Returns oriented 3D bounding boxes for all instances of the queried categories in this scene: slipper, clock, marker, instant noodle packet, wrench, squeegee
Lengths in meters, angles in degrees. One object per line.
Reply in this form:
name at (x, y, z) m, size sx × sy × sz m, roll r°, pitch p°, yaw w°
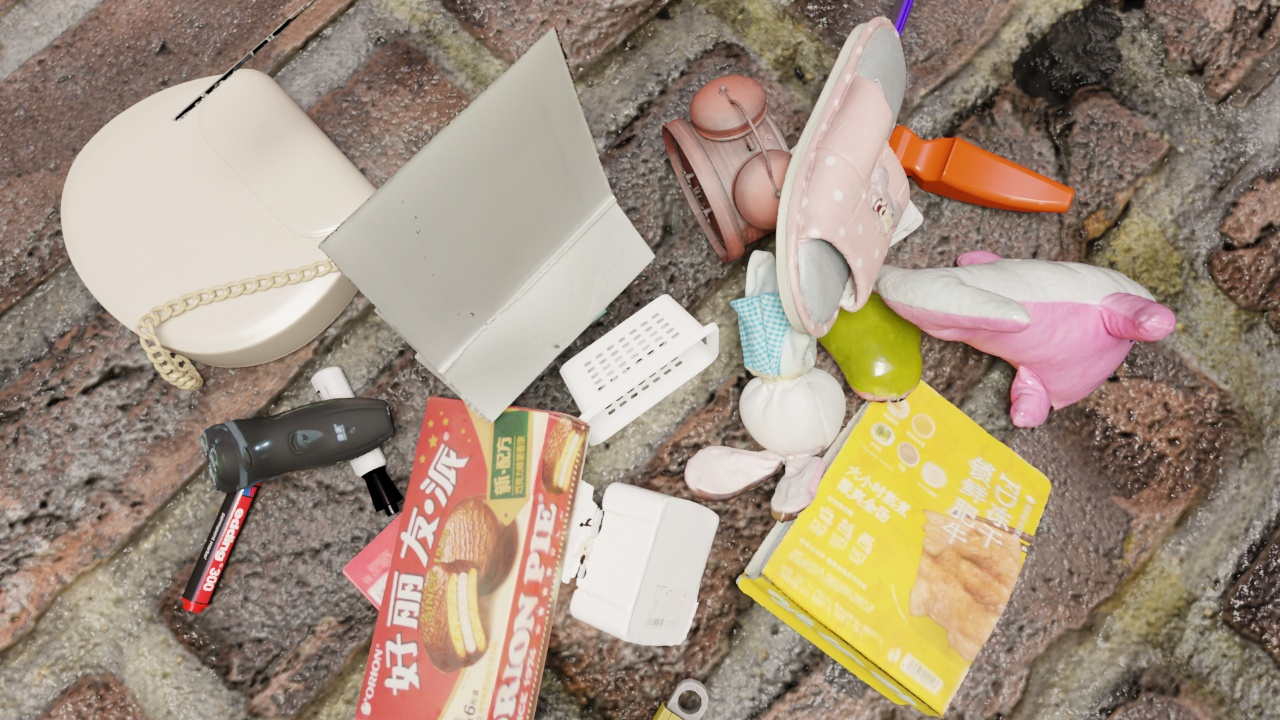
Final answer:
slipper at (0.159, -0.139, 0.659) m, size 0.054 × 0.114 × 0.273 m, roll 3°, pitch 61°, yaw 34°
clock at (0.073, -0.145, 0.698) m, size 0.072 × 0.158 × 0.120 m, roll -26°, pitch 83°, yaw 0°
marker at (-0.222, 0.065, 0.723) m, size 0.025 × 0.025 × 0.126 m, roll -27°, pitch 83°, yaw -6°
instant noodle packet at (0.205, 0.132, 0.709) m, size 0.163 × 0.084 × 0.221 m, roll 37°, pitch 71°, yaw 5°
wrench at (-0.022, 0.357, 0.675) m, size 0.083 × 0.018 × 0.273 m, roll 32°, pitch 89°, yaw 4°
marker at (-0.317, 0.124, 0.713) m, size 0.023 × 0.021 × 0.145 m, roll 21°, pitch 81°, yaw -6°
squeegee at (0.259, -0.158, 0.756) m, size 0.185 × 0.055 × 0.249 m, roll 21°, pitch 90°, yaw 15°

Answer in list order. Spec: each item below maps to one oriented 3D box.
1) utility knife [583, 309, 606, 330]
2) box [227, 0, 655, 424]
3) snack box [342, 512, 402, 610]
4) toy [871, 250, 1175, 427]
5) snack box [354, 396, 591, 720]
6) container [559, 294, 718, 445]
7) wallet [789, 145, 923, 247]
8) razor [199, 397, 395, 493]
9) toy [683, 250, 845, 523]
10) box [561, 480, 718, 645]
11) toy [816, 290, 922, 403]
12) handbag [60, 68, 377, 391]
utility knife at (-0.081, -0.005, 0.734) m, size 0.128 × 0.015 × 0.022 m, roll -41°, pitch 52°, yaw -16°
box at (-0.093, -0.073, 0.572) m, size 0.150 × 0.369 × 0.166 m, roll 42°, pitch 79°, yaw 4°
snack box at (-0.152, 0.147, 0.714) m, size 0.133 × 0.021 × 0.089 m, roll -45°, pitch 85°, yaw -8°
toy at (0.294, -0.015, 0.695) m, size 0.265 × 0.187 × 0.128 m, roll 5°, pitch 103°, yaw -29°
snack box at (-0.117, 0.148, 0.649) m, size 0.113 × 0.060 × 0.236 m, roll 6°, pitch 79°, yaw 31°
container at (-0.004, 0.004, 0.715) m, size 0.129 × 0.081 × 0.049 m, roll -35°, pitch 73°, yaw -7°
wallet at (0.163, -0.134, 0.741) m, size 0.086 × 0.032 × 0.116 m, roll -40°, pitch 70°, yaw 11°
razor at (-0.255, 0.060, 0.682) m, size 0.140 × 0.063 × 0.053 m, roll -14°, pitch 97°, yaw -1°
toy at (0.109, 0.011, 0.707) m, size 0.105 × 0.131 × 0.205 m, roll 0°, pitch 92°, yaw -40°
box at (-0.035, 0.141, 0.689) m, size 0.137 × 0.124 × 0.108 m, roll 9°, pitch 79°, yaw 35°
toy at (0.181, -0.017, 0.726) m, size 0.090 × 0.051 × 0.109 m, roll -3°, pitch 57°, yaw -7°
handbag at (-0.321, -0.107, 0.707) m, size 0.208 × 0.103 × 0.210 m, roll -43°, pitch 86°, yaw -11°
